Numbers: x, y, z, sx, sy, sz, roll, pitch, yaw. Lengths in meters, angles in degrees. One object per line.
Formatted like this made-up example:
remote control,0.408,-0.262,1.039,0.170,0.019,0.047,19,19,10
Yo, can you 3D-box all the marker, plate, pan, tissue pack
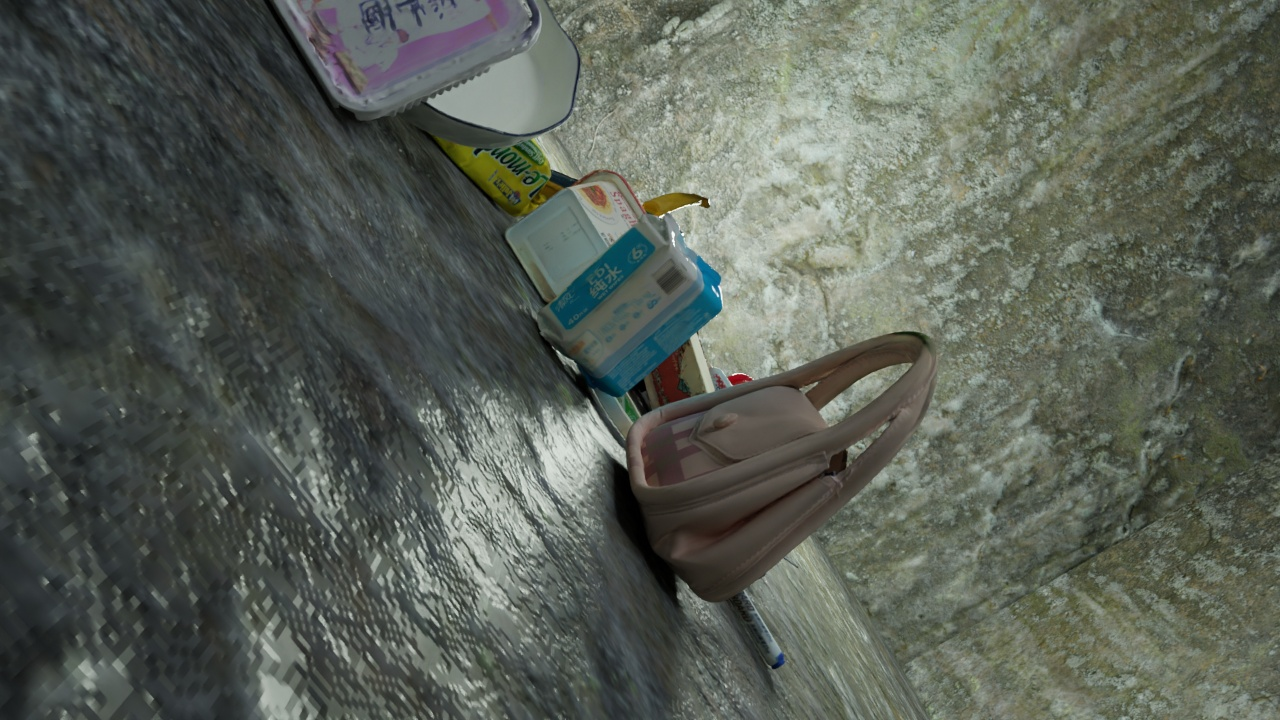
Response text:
marker,0.078,0.192,0.772,0.145,0.017,0.017,59,6,11
plate,-0.138,-0.239,0.672,0.204,0.046,0.204,24,49,-30
pan,-0.007,-0.181,1.082,0.198,0.078,0.356,31,14,23
tissue pack,-0.007,-0.042,0.719,0.090,0.140,0.063,45,5,-42

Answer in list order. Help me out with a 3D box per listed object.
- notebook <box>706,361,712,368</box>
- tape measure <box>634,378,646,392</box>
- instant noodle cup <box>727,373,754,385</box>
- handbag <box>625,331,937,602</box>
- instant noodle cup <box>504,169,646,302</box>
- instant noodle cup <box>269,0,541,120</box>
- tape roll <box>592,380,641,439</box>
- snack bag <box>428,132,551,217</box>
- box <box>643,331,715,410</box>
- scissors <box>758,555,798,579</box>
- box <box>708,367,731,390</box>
notebook,0.029,-0.026,1.220,0.149,0.012,0.212,50,-10,4
tape measure,-0.006,0.006,1.022,0.054,0.025,0.058,55,16,-49
instant noodle cup,0.121,0.088,1.288,0.116,0.116,0.124,58,-6,-1
handbag,0.105,0.052,0.650,0.093,0.234,0.193,58,6,-12
instant noodle cup,-0.054,-0.106,0.839,0.116,0.117,0.124,58,17,1
instant noodle cup,-0.156,-0.230,0.561,0.173,0.137,0.060,58,-15,4
tape roll,-0.019,0.037,0.795,0.086,0.014,0.085,57,6,-9
snack bag,-0.161,-0.240,0.820,0.158,0.068,0.246,60,5,24
box,0.050,0.019,0.989,0.091,0.077,0.168,46,26,-65
scissors,0.120,0.187,1.025,0.162,0.012,0.173,48,19,0
box,0.104,0.099,1.100,0.201,0.098,0.095,55,7,-25
